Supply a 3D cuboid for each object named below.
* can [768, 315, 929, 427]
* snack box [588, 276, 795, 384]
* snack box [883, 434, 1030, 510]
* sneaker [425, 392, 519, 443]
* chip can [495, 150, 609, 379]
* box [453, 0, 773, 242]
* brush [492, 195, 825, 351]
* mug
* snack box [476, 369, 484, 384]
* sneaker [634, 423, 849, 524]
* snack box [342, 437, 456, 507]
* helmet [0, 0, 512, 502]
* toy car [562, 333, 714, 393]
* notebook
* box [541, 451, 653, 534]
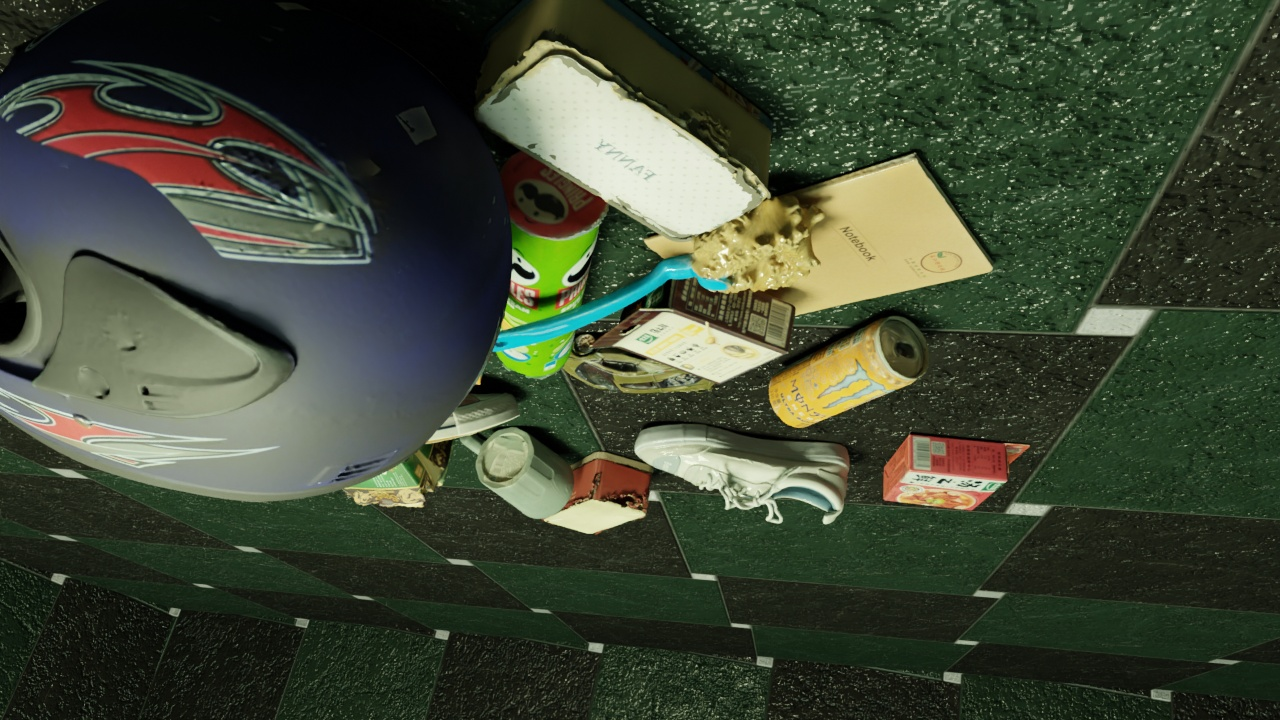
[{"bbox_3d":[0.175,0.012,0.788,0.058,0.058,0.146,19,153,-24],"label":"can"},{"bbox_3d":[0.039,-0.026,0.731,0.125,0.053,0.113,21,159,-18],"label":"snack box"},{"bbox_3d":[0.341,0.124,1.000,0.127,0.044,0.113,5,155,3],"label":"snack box"},{"bbox_3d":[-0.242,0.043,0.938,0.240,0.088,0.118,-6,174,-25],"label":"sneaker"},{"bbox_3d":[-0.073,-0.062,0.681,0.072,0.072,0.236,10,156,-6],"label":"chip can"},{"bbox_3d":[-0.010,-0.138,0.519,0.184,0.059,0.090,29,147,-36],"label":"box"},{"bbox_3d":[0.004,-0.049,0.623,0.255,0.045,0.083,-19,158,7],"label":"brush"},{"bbox_3d":[-0.155,0.130,1.120,0.124,0.083,0.103,22,164,32],"label":"mug"},{"bbox_3d":[-0.132,-0.044,0.728,0.026,0.075,0.154,10,155,-5],"label":"snack box"},{"bbox_3d":[0.111,0.132,1.024,0.242,0.090,0.090,7,154,1],"label":"sneaker"},{"bbox_3d":[-0.287,0.090,1.037,0.118,0.117,0.106,-1,142,11],"label":"snack box"},{"bbox_3d":[-0.227,-0.076,0.499,0.315,0.246,0.241,14,127,0],"label":"helmet"},{"bbox_3d":[-0.005,0.005,0.845,0.158,0.042,0.070,1,154,20],"label":"toy car"},{"bbox_3d":[0.128,-0.078,0.667,0.208,0.008,0.147,-12,149,36],"label":"notebook"},{"bbox_3d":[-0.058,0.183,1.192,0.091,0.080,0.169,19,153,-23],"label":"box"}]
